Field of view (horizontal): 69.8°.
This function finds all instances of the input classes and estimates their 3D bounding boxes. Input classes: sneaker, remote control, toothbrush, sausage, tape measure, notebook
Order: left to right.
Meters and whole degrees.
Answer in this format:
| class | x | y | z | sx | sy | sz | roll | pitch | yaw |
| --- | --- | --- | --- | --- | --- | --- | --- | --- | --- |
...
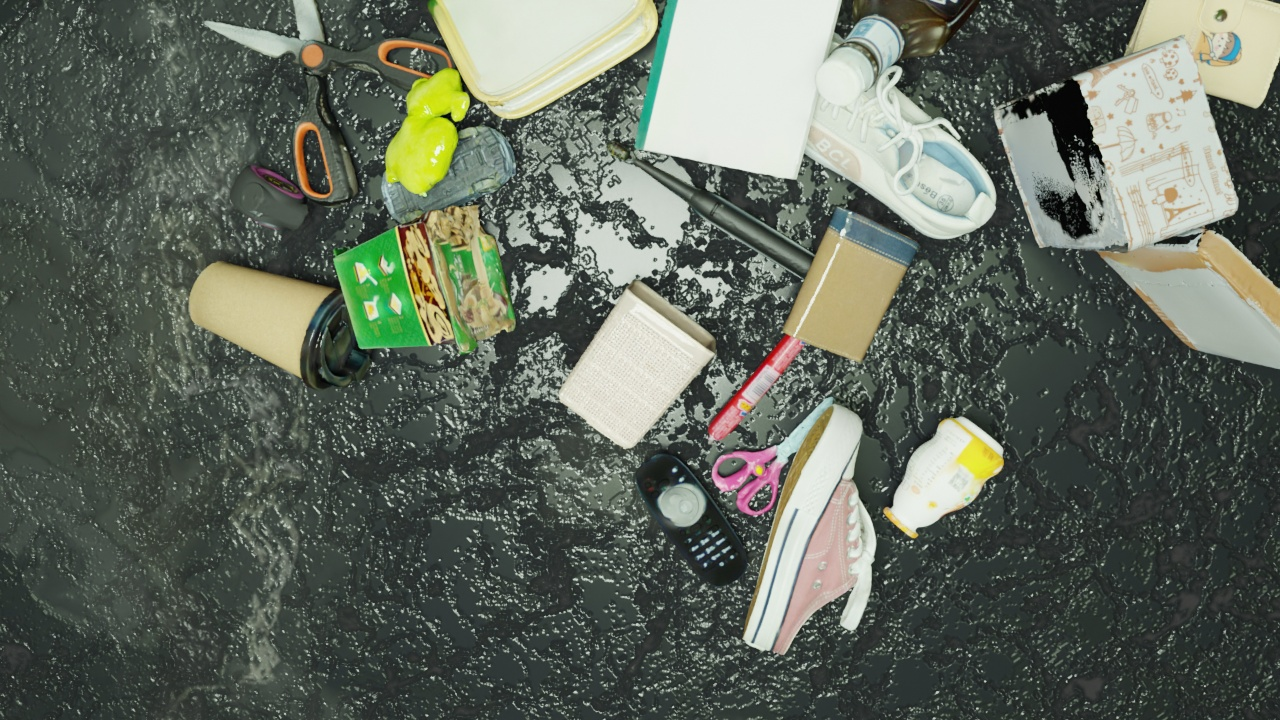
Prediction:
| class | x | y | z | sx | sy | sz | roll | pitch | yaw |
| --- | --- | --- | --- | --- | --- | --- | --- | --- | --- |
| tape measure | -0.321 | -0.138 | 0.787 | 0.058 | 0.057 | 0.039 | 44 | 105 | 37 |
| remote control | 0.046 | 0.143 | 0.828 | 0.053 | 0.024 | 0.136 | -35 | 95 | 9 |
| toothbrush | 0.063 | -0.129 | 0.782 | 0.212 | 0.027 | 0.026 | 31 | 106 | -2 |
| notebook | 0.081 | -0.261 | 0.736 | 0.150 | 0.012 | 0.209 | 18 | 100 | 28 |
| sausage | 0.109 | 0.014 | 0.807 | 0.020 | 0.020 | 0.156 | 39 | 99 | -3 |
| sneaker | 0.157 | 0.153 | 0.782 | 0.088 | 0.118 | 0.241 | 16 | 111 | 7 |
| sneaker | 0.184 | -0.185 | 0.735 | 0.242 | 0.090 | 0.089 | 40 | 98 | -3 |

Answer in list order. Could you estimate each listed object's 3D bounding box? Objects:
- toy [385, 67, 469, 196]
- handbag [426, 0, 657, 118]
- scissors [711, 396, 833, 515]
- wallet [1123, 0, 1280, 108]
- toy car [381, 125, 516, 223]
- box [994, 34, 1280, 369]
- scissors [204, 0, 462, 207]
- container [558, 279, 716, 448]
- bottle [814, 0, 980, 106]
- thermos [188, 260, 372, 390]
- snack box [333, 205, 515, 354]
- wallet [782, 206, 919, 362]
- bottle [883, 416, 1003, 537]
| class | x | y | z | sx | sy | sz | roll | pitch | yaw |
| --- | --- | --- | --- | --- | --- | --- | --- | --- | --- |
| toy | -0.175 | -0.185 | 0.749 | 0.097 | 0.031 | 0.100 | -8 | 80 | 35 |
| handbag | -0.091 | -0.307 | 0.754 | 0.163 | 0.063 | 0.178 | -29 | 82 | 7 |
| scissors | 0.134 | 0.087 | 0.821 | 0.137 | 0.017 | 0.073 | -33 | 101 | 3 |
| wallet | 0.460 | -0.262 | 0.741 | 0.115 | 0.024 | 0.087 | 16 | 99 | 2 |
| toy car | -0.165 | -0.157 | 0.786 | 0.121 | 0.036 | 0.054 | -21 | 90 | 16 |
| box | 0.386 | -0.100 | 0.692 | 0.110 | 0.178 | 0.259 | -22 | 97 | 6 |
| scissors | -0.264 | -0.243 | 0.788 | 0.234 | 0.021 | 0.221 | 6 | 95 | 2 |
| container | -0.005 | 0.005 | 0.778 | 0.090 | 0.089 | 0.111 | 37 | 102 | -3 |
| bottle | 0.195 | -0.258 | 0.690 | 0.080 | 0.044 | 0.194 | 33 | 62 | 15 |
| thermos | -0.307 | -0.034 | 0.792 | 0.143 | 0.093 | 0.093 | 19 | 100 | 8 |
| snack box | -0.184 | -0.061 | 0.773 | 0.106 | 0.118 | 0.117 | -12 | 98 | 17 |
| wallet | 0.177 | -0.062 | 0.772 | 0.090 | 0.033 | 0.115 | 17 | 101 | -30 |
| bottle | 0.258 | 0.102 | 0.790 | 0.063 | 0.063 | 0.108 | 39 | 99 | -3 |
